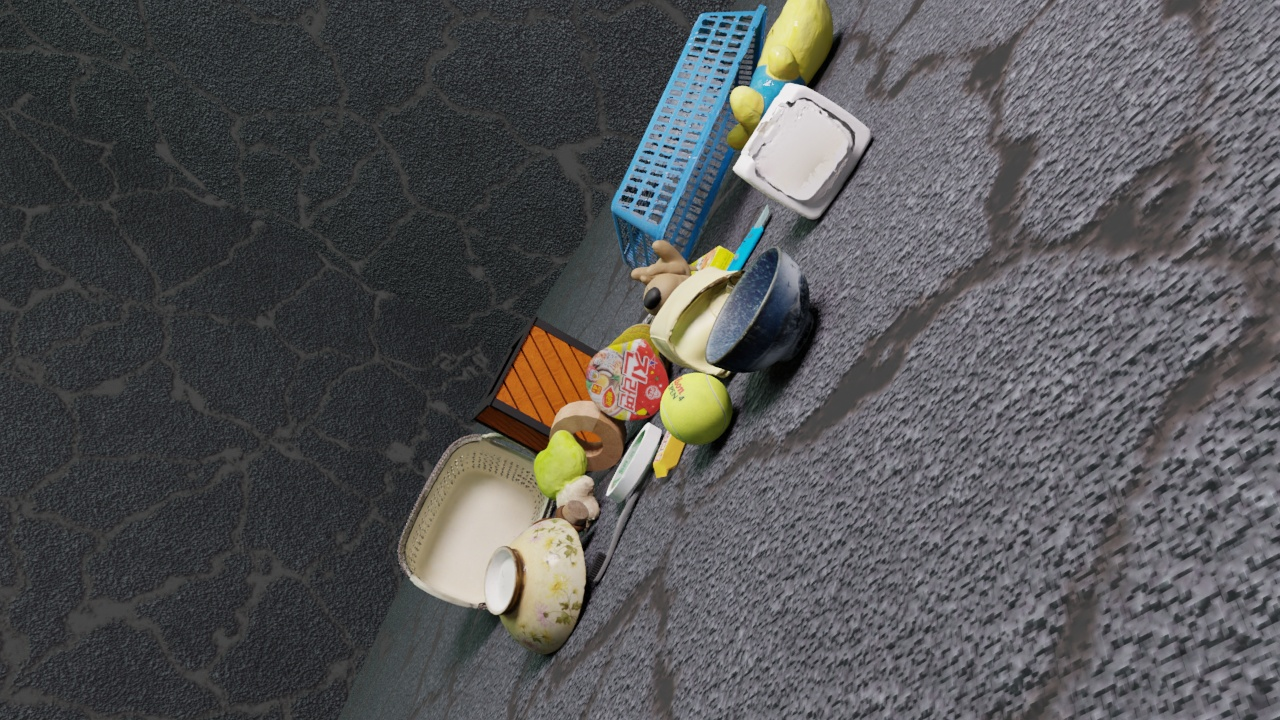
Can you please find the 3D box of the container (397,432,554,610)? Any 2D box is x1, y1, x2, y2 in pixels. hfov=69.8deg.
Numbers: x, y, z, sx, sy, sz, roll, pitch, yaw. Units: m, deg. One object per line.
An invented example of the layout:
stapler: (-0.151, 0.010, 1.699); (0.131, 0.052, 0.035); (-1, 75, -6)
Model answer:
container: (-0.241, 0.244, 1.355); (0.143, 0.185, 0.251); (122, 172, -64)

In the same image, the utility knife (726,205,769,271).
utility knife: (0.108, -0.106, 1.086); (0.175, 0.015, 0.031); (-59, 26, 7)

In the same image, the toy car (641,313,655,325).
toy car: (0.032, -0.049, 1.186); (0.113, 0.048, 0.040); (-52, 10, 37)

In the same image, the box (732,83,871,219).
box: (0.157, -0.200, 0.878); (0.107, 0.102, 0.095); (-58, 13, 11)

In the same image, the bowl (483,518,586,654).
bowl: (-0.123, 0.238, 0.980); (0.146, 0.063, 0.145); (-24, 59, 49)

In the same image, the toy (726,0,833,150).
toy: (0.192, -0.384, 1.214); (0.214, 0.084, 0.149); (-60, -8, -5)

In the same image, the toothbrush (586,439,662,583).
toothbrush: (-0.013, 0.157, 0.971); (0.167, 0.013, 0.013); (-61, 10, -17)

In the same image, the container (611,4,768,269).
container: (0.065, -0.291, 1.284); (0.257, 0.089, 0.361); (75, -142, -75)

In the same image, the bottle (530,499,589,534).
bottle: (-0.111, 0.227, 1.084); (0.157, 0.068, 0.067); (-55, 12, 25)

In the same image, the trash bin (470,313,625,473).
trash bin: (-0.116, 0.053, 1.269); (0.139, 0.172, 0.140); (-64, 12, -20)

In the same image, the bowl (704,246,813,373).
bowl: (0.109, -0.033, 0.777); (0.114, 0.060, 0.114); (-58, 10, 15)

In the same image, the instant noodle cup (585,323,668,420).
instant noodle cup: (-0.007, 0.007, 1.133); (0.100, 0.100, 0.112); (-56, 4, 24)

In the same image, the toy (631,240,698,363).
toy: (0.043, -0.080, 1.065); (0.134, 0.105, 0.108); (-51, 47, 36)

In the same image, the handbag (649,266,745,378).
handbag: (0.072, -0.042, 0.934); (0.111, 0.081, 0.119); (-53, 9, -2)

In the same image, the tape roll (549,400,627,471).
tape roll: (-0.065, 0.095, 1.145); (0.094, 0.094, 0.027); (-52, 14, 37)

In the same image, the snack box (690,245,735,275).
snack box: (0.079, -0.108, 1.180); (0.040, 0.029, 0.148); (-63, 11, -14)

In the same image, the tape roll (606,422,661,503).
tape roll: (-0.007, 0.112, 1.008); (0.094, 0.018, 0.093); (-59, 4, 6)

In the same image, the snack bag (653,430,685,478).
snack bag: (0.038, 0.074, 0.932); (0.099, 0.020, 0.026); (-65, 11, -22)

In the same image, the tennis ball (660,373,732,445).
tennis ball: (0.051, 0.044, 0.830); (0.065, 0.065, 0.065); (-57, 12, 18)

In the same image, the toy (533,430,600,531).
toy: (-0.086, 0.149, 1.116); (0.043, 0.117, 0.092); (-8, -33, -46)
